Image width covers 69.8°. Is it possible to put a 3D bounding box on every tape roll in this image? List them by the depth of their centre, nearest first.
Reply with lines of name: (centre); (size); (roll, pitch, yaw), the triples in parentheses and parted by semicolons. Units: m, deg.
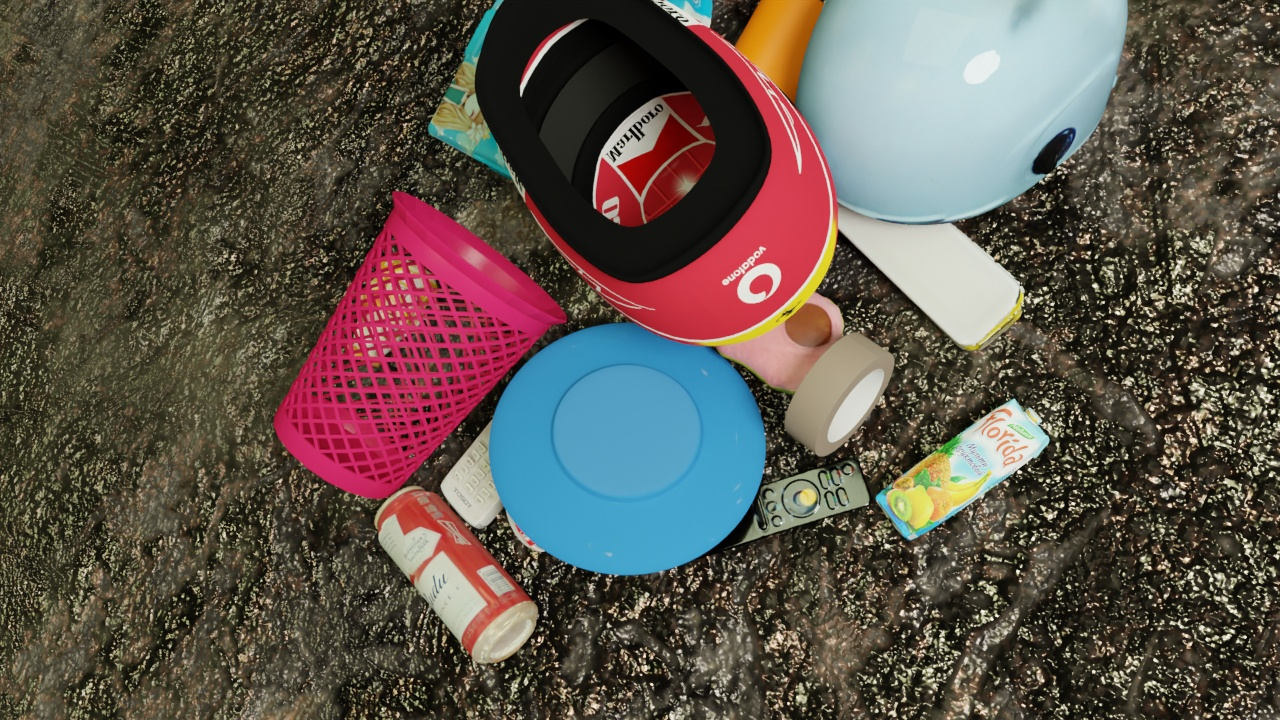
tape roll: (0.150, 0.026, 0.692); (0.030, 0.093, 0.094); (38, 92, 28)

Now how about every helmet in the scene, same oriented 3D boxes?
helmet: (0.229, -0.235, 0.683); (0.265, 0.167, 0.225); (-46, 63, -4)
helmet: (0.025, -0.135, 0.685); (0.198, 0.224, 0.271); (-42, 76, 11)

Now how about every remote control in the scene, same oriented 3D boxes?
remote control: (0.106, 0.118, 0.728); (0.152, 0.020, 0.041); (-21, 67, 16)
remote control: (-0.122, 0.085, 0.834); (0.060, 0.025, 0.138); (41, 94, 28)

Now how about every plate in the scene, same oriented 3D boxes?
plate: (-0.011, 0.059, 0.738); (0.224, 0.024, 0.224); (0, 60, 0)

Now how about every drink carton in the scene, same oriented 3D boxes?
drink carton: (0.235, 0.080, 0.670); (0.129, 0.038, 0.044); (-38, 64, 9)

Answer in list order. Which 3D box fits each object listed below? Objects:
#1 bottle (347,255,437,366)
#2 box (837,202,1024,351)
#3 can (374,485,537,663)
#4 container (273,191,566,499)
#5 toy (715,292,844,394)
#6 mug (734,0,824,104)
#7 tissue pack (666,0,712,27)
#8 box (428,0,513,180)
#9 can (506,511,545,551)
bottle: (-0.249, -0.048, 0.908); (0.063, 0.063, 0.109); (29, 88, 28)
box: (0.211, -0.097, 0.729); (0.066, 0.044, 0.210); (-43, 63, 9)
can: (-0.163, 0.184, 0.801); (0.170, 0.067, 0.067); (41, 94, 28)
container: (-0.207, -0.004, 0.816); (0.183, 0.183, 0.226); (42, 98, 28)
toy: (0.109, -0.018, 0.747); (0.110, 0.051, 0.090); (11, 73, 30)
mug: (0.110, -0.264, 0.811); (0.113, 0.077, 0.096); (26, 86, 56)
tissue pack: (0.000, -0.346, 0.884); (0.145, 0.061, 0.092); (1, 76, 25)
box: (-0.098, -0.287, 0.867); (0.182, 0.039, 0.227); (31, 94, 30)
can: (-0.056, 0.114, 0.776); (0.105, 0.064, 0.064); (-28, 66, 14)
